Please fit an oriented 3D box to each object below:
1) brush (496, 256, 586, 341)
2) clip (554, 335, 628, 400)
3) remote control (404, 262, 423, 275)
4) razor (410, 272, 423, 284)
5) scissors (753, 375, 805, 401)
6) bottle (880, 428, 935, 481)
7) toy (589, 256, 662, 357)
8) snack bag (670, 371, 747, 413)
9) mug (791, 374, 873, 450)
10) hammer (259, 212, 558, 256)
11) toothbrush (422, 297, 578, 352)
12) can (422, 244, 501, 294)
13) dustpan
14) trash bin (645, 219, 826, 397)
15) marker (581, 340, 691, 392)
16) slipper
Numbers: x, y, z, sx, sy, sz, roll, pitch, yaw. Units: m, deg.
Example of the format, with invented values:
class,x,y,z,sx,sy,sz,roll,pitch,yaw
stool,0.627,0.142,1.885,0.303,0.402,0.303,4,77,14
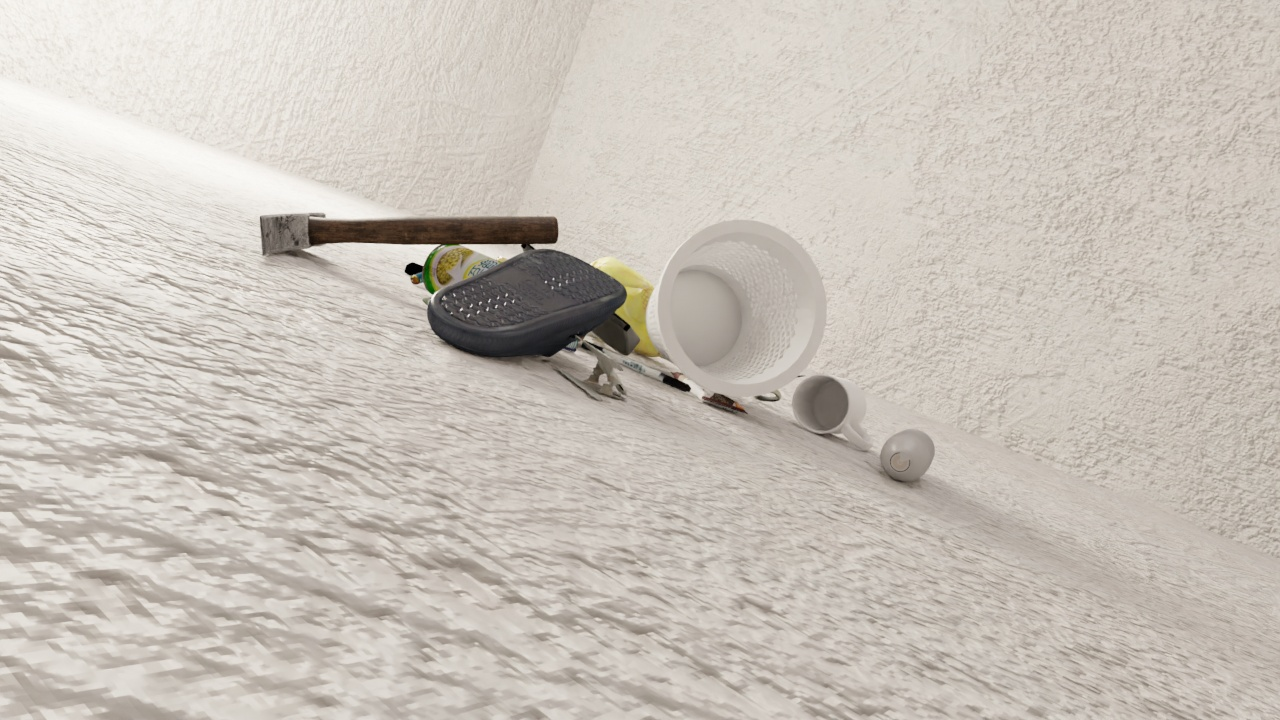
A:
class,x,y,z,sx,sy,sz,roll,pitch,yaw
brush,-0.133,-0.079,1.153,0.195,0.043,0.059,33,-11,35
clip,-0.037,0.012,0.809,0.052,0.058,0.102,-8,18,-22
remote control,-0.236,-0.097,1.212,0.150,0.013,0.034,20,10,-7
razor,-0.252,-0.111,1.161,0.042,0.022,0.143,23,14,9
scissors,0.156,0.029,1.209,0.158,0.012,0.166,3,-19,30
bottle,0.291,0.104,1.002,0.052,0.052,0.195,23,6,19
toy,-0.020,-0.071,1.267,0.155,0.064,0.170,10,-40,48
snack bag,0.079,0.036,1.089,0.057,0.013,0.158,18,6,-14
mug,0.253,0.070,1.164,0.110,0.074,0.090,51,17,20
hammer,-0.231,-0.134,0.951,0.300,0.037,0.217,-2,10,-11
toothbrush,-0.144,-0.039,0.970,0.188,0.017,0.016,17,8,-36
can,-0.179,-0.084,1.020,0.121,0.067,0.067,24,6,33
dustpan,-0.070,-0.064,1.188,0.163,0.033,0.257,39,-1,9
trash bin,0.092,-0.056,1.104,0.195,0.195,0.200,20,-5,-11
marker,-0.006,0.006,1.077,0.152,0.011,0.011,23,6,26
slipper,-0.103,-0.037,0.867,0.111,0.083,0.267,28,26,17
